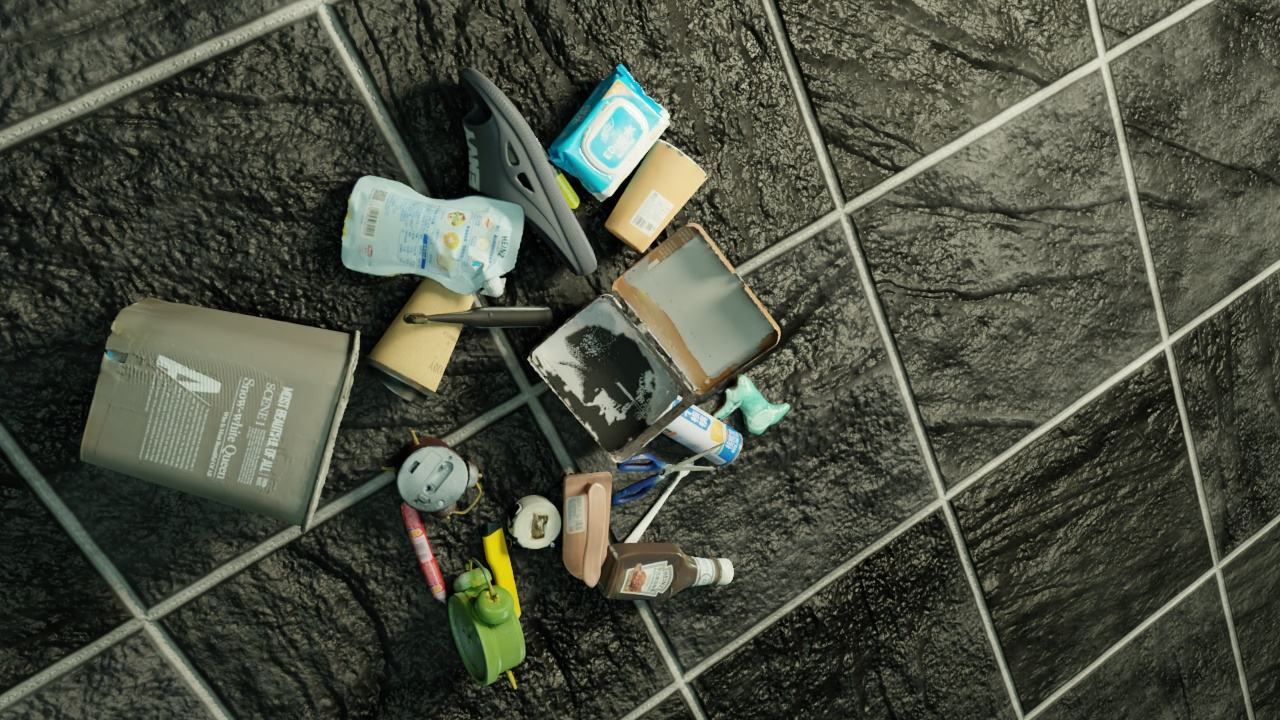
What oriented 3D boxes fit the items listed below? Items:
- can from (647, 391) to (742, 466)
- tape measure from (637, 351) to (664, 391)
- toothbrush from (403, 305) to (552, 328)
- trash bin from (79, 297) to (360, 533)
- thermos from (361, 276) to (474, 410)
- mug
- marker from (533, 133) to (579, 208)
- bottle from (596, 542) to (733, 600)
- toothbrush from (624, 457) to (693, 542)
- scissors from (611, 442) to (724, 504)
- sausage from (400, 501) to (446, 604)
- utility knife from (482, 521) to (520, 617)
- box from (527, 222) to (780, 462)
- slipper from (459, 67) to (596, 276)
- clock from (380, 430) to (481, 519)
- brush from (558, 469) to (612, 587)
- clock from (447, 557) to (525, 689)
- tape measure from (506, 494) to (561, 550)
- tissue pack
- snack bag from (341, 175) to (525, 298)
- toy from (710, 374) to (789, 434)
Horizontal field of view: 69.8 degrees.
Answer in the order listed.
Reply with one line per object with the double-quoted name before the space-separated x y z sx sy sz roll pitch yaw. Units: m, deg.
"can" 0.069 0.089 1.215 0.134 0.053 0.053 32 89 -25
"tape measure" -0.007 0.007 1.178 0.057 0.029 0.060 30 88 -26
"toothbrush" -0.179 -0.049 1.038 0.212 0.027 0.026 -5 110 -53
"trash bin" -0.417 0.043 0.934 0.219 0.199 0.199 16 95 -19
"thermos" -0.248 -0.024 1.042 0.093 0.093 0.143 32 81 -25
"mug" 0.015 -0.196 1.117 0.078 0.078 0.123 35 92 -25
"marker" -0.111 -0.233 1.088 0.018 0.015 0.124 -33 110 5
"bottle" 0.038 0.287 1.248 0.194 0.044 0.080 7 110 -29
"toothbrush" 0.014 0.205 1.242 0.016 0.016 0.180 37 89 -28
"scissors" 0.027 0.143 1.185 0.163 0.012 0.175 -40 145 28
"sausage" -0.267 0.235 1.128 0.020 0.020 0.156 -20 109 -17
"utility knife" -0.179 0.273 1.172 0.033 0.015 0.154 -28 115 -48
"box" 0.014 -0.018 1.102 0.272 0.106 0.178 -38 97 9
"slipper" -0.142 -0.196 1.034 0.083 0.111 0.268 -34 116 -9
"clock" -0.243 0.142 1.097 0.122 0.055 0.082 40 84 -26
"brush" -0.070 0.215 1.176 0.063 0.073 0.146 -2 105 -23
"clock" -0.191 0.319 1.128 0.056 0.116 0.161 -17 112 -30
"tape measure" -0.136 0.206 1.168 0.065 0.033 0.066 0 102 -24
"tissue pack" -0.037 -0.266 1.083 0.090 0.063 0.140 40 86 -25
"snack bag" -0.227 -0.135 1.007 0.191 0.039 0.110 12 87 1
"toy" 0.146 0.064 1.256 0.096 0.030 0.092 -39 109 -2
